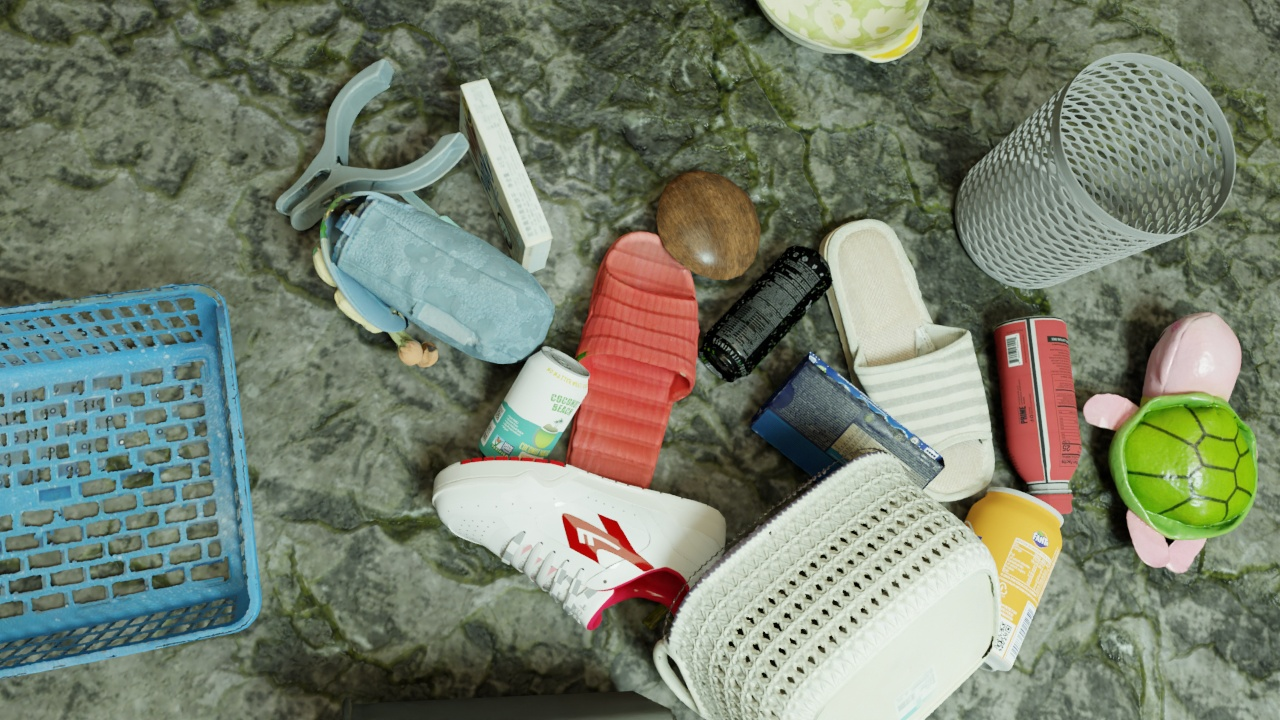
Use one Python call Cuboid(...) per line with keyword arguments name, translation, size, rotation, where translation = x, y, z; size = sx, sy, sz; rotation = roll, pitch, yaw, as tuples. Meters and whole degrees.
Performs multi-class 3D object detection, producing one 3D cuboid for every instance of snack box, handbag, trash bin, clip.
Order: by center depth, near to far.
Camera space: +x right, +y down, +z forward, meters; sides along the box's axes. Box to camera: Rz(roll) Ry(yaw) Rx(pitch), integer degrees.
Cuboid(name="trash bin", translation=(-0.091, 0.328, 0.639), size=(0.220, 0.198, 0.197), rotation=(-2, 79, -17))
Cuboid(name="handbag", translation=(-0.169, -0.054, 0.740), size=(0.192, 0.122, 0.118), rotation=(33, 91, -4))
Cuboid(name="snack box", translation=(-0.116, -0.154, 0.781), size=(0.026, 0.082, 0.150), rotation=(-21, 82, -14))
Cuboid(name="clip", translation=(-0.243, -0.199, 0.788), size=(0.173, 0.031, 0.164), rotation=(-22, 66, 2))
Cuboid(name="snack box", translation=(0.178, 0.071, 0.796), size=(0.150, 0.027, 0.082), rotation=(39, 111, 0))
Cuboid(name="trash bin", translation=(0.389, -0.156, 0.819), size=(0.156, 0.183, 0.156), rotation=(2, 78, -10))

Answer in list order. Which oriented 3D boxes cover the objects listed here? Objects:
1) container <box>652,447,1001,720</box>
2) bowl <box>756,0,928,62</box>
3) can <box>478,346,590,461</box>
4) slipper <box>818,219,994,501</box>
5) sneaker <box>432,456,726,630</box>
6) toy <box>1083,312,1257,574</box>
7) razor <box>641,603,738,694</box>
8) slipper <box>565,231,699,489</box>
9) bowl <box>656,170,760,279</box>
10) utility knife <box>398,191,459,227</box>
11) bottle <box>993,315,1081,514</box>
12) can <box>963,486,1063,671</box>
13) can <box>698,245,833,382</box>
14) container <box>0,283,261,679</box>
Cuboid(name="container", translation=(0.149, 0.196, 0.687), size=(0.251, 0.143, 0.185), rotation=(-34, 130, -17))
Cuboid(name="bowl", translation=(0.182, -0.372, 0.892), size=(0.188, 0.060, 0.219), rotation=(-30, 86, -15))
Cuboid(name="can", translation=(-0.086, 0.043, 0.743), size=(0.055, 0.055, 0.102), rotation=(31, 100, -3))
Cuboid(name="slipper", translation=(0.242, -0.004, 0.833), size=(0.114, 0.054, 0.272), rotation=(-21, 82, -9))
Cuboid(name="sneaker", translation=(-0.051, 0.151, 0.713), size=(0.236, 0.091, 0.104), rotation=(16, 54, -11))
Cuboid(name="toy", translation=(0.501, 0.075, 0.843), size=(0.190, 0.088, 0.238), rotation=(14, 82, -6))
Cuboid(name="razor", translation=(0.051, 0.242, 0.761), size=(0.042, 0.026, 0.106), rotation=(-41, 92, -18))
Cuboid(name="slipper", translation=(-0.005, 0.005, 0.781), size=(0.103, 0.059, 0.248), rotation=(12, 78, -7))
Cuboid(name="bowl", translation=(0.067, -0.128, 0.821), size=(0.102, 0.026, 0.114), rotation=(23, 59, -13))
Cuboid(name="utility knife", translation=(-0.155, -0.103, 0.800), size=(0.147, 0.015, 0.022), rotation=(42, 106, 2))
Cuboid(name="bottle", translation=(0.363, 0.051, 0.835), size=(0.062, 0.062, 0.176), rotation=(0, 78, -10))
Cuboid(name="can", translation=(0.302, 0.187, 0.787), size=(0.079, 0.079, 0.142), rotation=(31, 75, -3))
Cuboid(name="can", translation=(0.112, -0.043, 0.813), size=(0.054, 0.054, 0.137), rotation=(44, 75, 1))
Cuboid(name="container", translation=(-0.467, 0.098, 0.662), size=(0.362, 0.089, 0.257), rotation=(-9, 80, -12))
